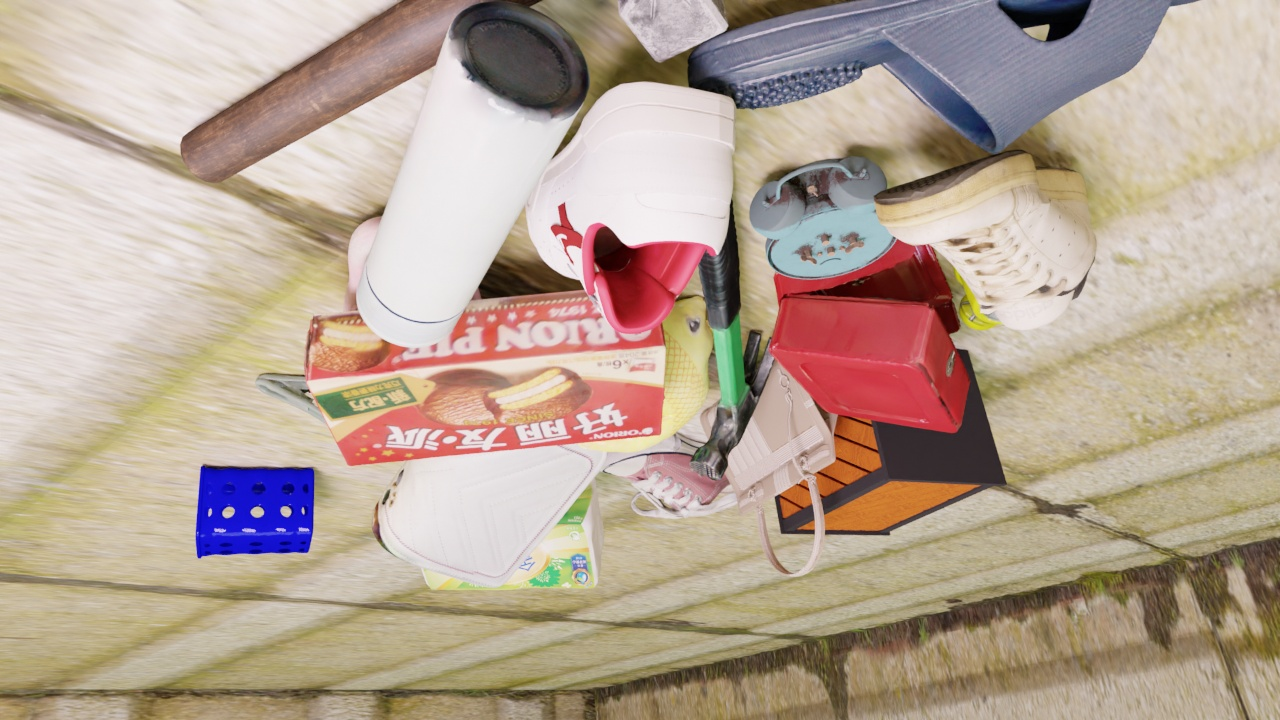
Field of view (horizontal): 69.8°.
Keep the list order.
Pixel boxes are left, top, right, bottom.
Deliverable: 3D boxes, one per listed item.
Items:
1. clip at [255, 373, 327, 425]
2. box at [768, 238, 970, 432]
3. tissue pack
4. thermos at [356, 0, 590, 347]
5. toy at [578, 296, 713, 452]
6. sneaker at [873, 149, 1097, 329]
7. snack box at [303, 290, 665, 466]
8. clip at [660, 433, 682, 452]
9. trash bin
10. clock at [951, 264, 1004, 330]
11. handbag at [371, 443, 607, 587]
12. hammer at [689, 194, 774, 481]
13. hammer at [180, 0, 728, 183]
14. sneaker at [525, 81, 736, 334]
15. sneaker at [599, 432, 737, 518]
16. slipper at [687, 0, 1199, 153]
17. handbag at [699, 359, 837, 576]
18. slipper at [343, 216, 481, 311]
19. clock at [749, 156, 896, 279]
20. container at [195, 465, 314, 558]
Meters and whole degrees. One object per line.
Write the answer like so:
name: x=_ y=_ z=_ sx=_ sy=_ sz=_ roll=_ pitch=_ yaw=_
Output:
clip: x=-0.299 y=0.028 z=0.802 sx=0.075 sy=0.061 sz=0.023 roll=16 pitch=149 yaw=-10
box: x=0.186 y=-0.008 z=0.741 sx=0.137 sy=0.127 sz=0.157 roll=-14 pitch=154 yaw=26
tissue pack: x=-0.138 y=0.166 z=1.014 sx=0.198 sy=0.141 sz=0.120 roll=3 pitch=126 yaw=2
thermos: x=-0.099 y=-0.083 z=0.488 sx=0.067 sy=0.067 sz=0.231 roll=6 pitch=152 yaw=-25
toy: x=-0.004 y=0.004 z=0.754 sx=0.155 sy=0.064 sz=0.170 roll=-33 pitch=132 yaw=-1
sneaker: x=0.223 y=-0.068 z=0.572 sx=0.089 sy=0.102 sz=0.240 roll=-11 pitch=179 yaw=41
snack box: x=-0.102 y=0.012 z=0.650 sx=0.236 sy=0.060 sz=0.113 roll=-5 pitch=144 yaw=-5
clip: x=0.013 y=0.042 z=0.884 sx=0.054 sy=0.102 sz=0.043 roll=-55 pitch=147 yaw=-3
trash bin: x=0.234 y=0.083 z=0.920 sx=0.139 sy=0.139 sz=0.172 roll=6 pitch=152 yaw=-25
clock: x=0.292 y=-0.064 z=0.722 sx=0.083 sy=0.057 sz=0.119 roll=-14 pitch=148 yaw=11
handbag: x=-0.142 y=0.101 z=0.842 sx=0.142 sy=0.096 sz=0.199 roll=28 pitch=114 yaw=-29
hammer: x=0.064 y=-0.034 z=0.695 sx=0.032 sy=0.130 sz=0.319 roll=21 pitch=153 yaw=22
hammer: x=-0.137 y=-0.168 z=0.421 sx=0.301 sy=0.037 sz=0.217 roll=-18 pitch=152 yaw=24
sneaker: x=-0.014 y=-0.065 z=0.538 sx=0.090 sy=0.104 sz=0.237 roll=4 pitch=170 yaw=-21
sneaker: x=0.043 y=0.138 z=1.049 sx=0.240 sy=0.087 sz=0.119 roll=14 pitch=148 yaw=-39
slipper: x=0.156 y=-0.143 z=0.457 sx=0.264 sy=0.082 sz=0.101 roll=-8 pitch=-175 yaw=11
handbag: x=0.136 y=0.107 z=0.879 sx=0.062 sy=0.197 sz=0.176 roll=5 pitch=152 yaw=-25
slipper: x=-0.166 y=-0.033 z=0.675 sx=0.106 sy=0.055 sz=0.222 roll=-1 pitch=152 yaw=-15
clock: x=0.121 y=-0.099 z=0.611 sx=0.090 sy=0.053 sz=0.124 roll=-15 pitch=154 yaw=15
container: x=-0.416 y=0.164 z=0.995 sx=0.113 sy=0.084 sz=0.085 roll=3 pitch=152 yaw=-22
